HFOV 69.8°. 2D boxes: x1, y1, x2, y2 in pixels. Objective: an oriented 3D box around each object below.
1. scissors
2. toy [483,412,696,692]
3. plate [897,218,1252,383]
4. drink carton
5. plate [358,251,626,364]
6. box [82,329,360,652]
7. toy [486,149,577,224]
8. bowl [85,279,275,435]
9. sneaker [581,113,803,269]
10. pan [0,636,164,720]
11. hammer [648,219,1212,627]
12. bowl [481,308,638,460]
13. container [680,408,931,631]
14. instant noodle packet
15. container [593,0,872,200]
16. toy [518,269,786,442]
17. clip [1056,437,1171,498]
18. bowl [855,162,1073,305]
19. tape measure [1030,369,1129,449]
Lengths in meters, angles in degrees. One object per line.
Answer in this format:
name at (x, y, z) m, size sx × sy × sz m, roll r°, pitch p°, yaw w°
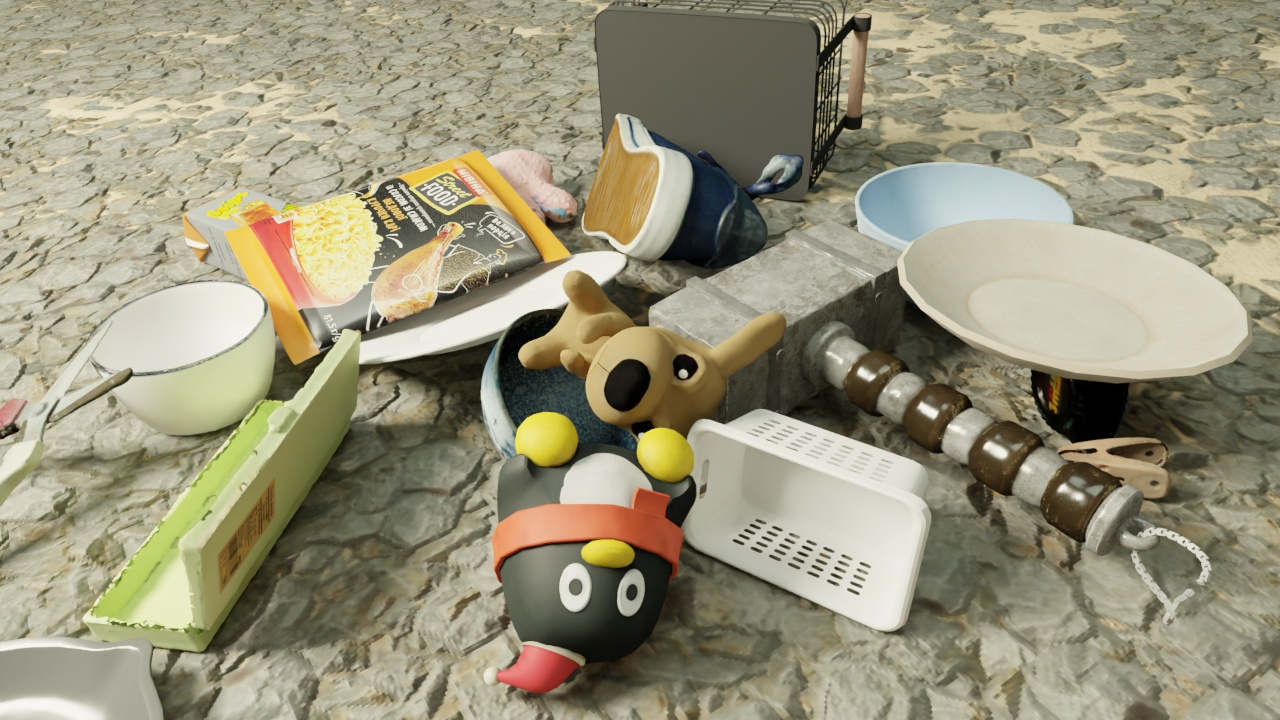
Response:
scissors at (-0.386, 0.065, 0.546) m, size 0.199 × 0.015 × 0.179 m, roll -20°, pitch 48°, yaw 15°
toy at (-0.026, 0.099, 0.447) m, size 0.097 × 0.100 × 0.119 m, roll 9°, pitch 57°, yaw -14°
plate at (0.246, -0.033, 0.535) m, size 0.189 × 0.027 × 0.188 m, roll 1°, pitch 33°, yaw -1°
drink carton at (-0.324, -0.103, 0.788) m, size 0.125 × 0.049 × 0.076 m, roll 20°, pitch 43°, yaw 30°
plate at (-0.108, -0.035, 0.652) m, size 0.209 × 0.015 × 0.208 m, roll -16°, pitch 16°, yaw 5°
box at (-0.219, 0.074, 0.527) m, size 0.131 × 0.064 × 0.187 m, roll -37°, pitch 22°, yaw 29°
toy at (-0.111, -0.149, 0.832) m, size 0.108 × 0.053 × 0.105 m, roll -32°, pitch 55°, yaw -33°
bowl at (-0.305, 0.001, 0.628) m, size 0.116 × 0.066 × 0.116 m, roll -3°, pitch 36°, yaw 2°
sneaker at (0.033, -0.133, 0.738) m, size 0.127 × 0.121 × 0.294 m, roll 16°, pitch 15°, yaw -18°
pan at (-0.245, 0.220, 0.356) m, size 0.355 × 0.024 × 0.215 m, roll 17°, pitch 41°, yaw 28°
hammer at (0.167, 0.029, 0.535) m, size 0.176 × 0.080 × 0.326 m, roll -28°, pitch 43°, yaw -29°
bowl at (-0.052, 0.032, 0.553) m, size 0.114 × 0.061 × 0.114 m, roll 23°, pitch 50°, yaw -31°
container at (0.089, 0.076, 0.482) m, size 0.129 × 0.081 × 0.049 m, roll 19°, pitch 31°, yaw 28°
instant noodle packet at (-0.190, -0.091, 0.715) m, size 0.220 × 0.032 × 0.160 m, roll -25°, pitch 54°, yaw -23°
container at (0.081, -0.264, 0.872) m, size 0.242 × 0.163 × 0.130 m, roll 12°, pitch 39°, yaw 21°
toy at (-0.003, 0.003, 0.507) m, size 0.108 × 0.134 × 0.105 m, roll 37°, pitch 13°, yaw 21°
clip at (0.271, 0.064, 0.524) m, size 0.061 × 0.024 × 0.041 m, roll -6°, pitch 33°, yaw 15°
bowl at (0.233, -0.083, 0.684) m, size 0.150 × 0.075 × 0.150 m, roll -2°, pitch 37°, yaw 1°
tape measure at (0.268, 0.014, 0.559) m, size 0.038 × 0.067 × 0.062 m, roll -8°, pitch 27°, yaw -3°
